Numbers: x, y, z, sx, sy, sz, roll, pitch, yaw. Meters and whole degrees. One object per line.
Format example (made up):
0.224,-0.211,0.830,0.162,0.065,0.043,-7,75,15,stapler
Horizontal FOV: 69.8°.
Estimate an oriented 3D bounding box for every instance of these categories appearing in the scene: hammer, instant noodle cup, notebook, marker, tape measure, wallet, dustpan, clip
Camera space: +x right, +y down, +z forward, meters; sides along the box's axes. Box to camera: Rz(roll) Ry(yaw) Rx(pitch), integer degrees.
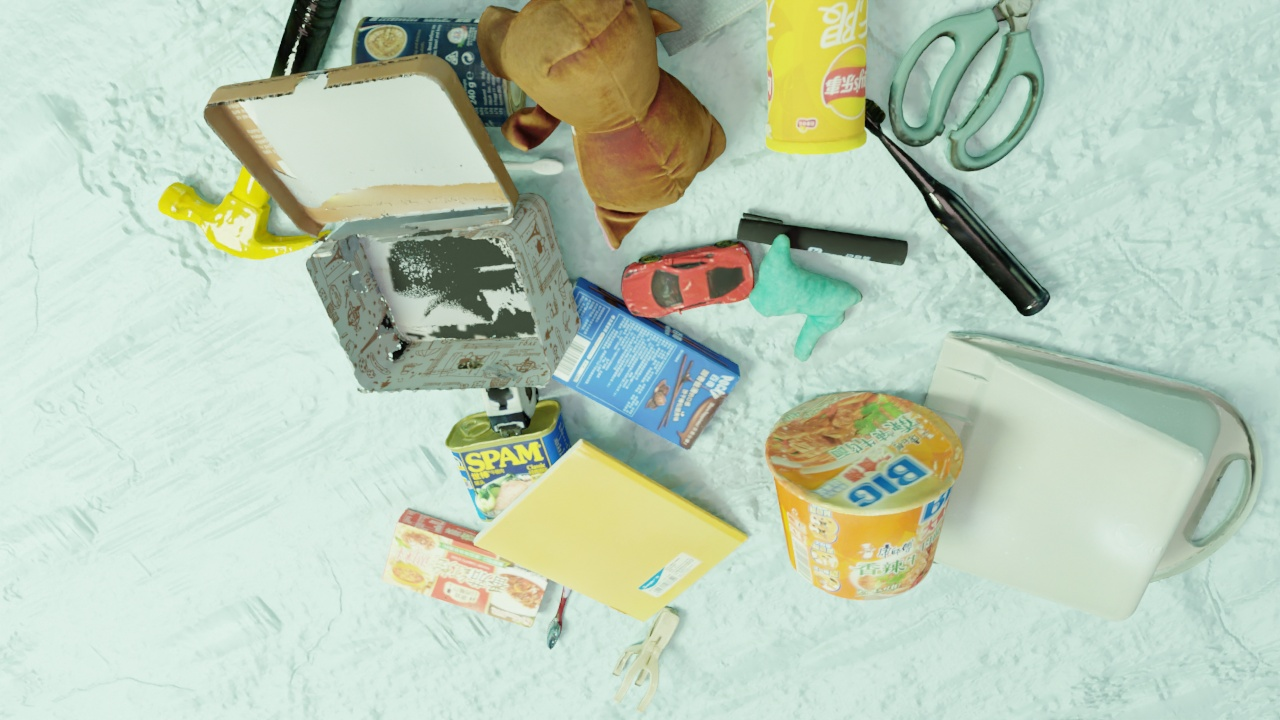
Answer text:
-0.267,-0.207,0.696,0.129,0.032,0.301,27,115,-7,hammer
0.178,0.112,0.743,0.151,0.151,0.111,-3,122,7,instant noodle cup
-0.023,0.160,0.817,0.206,0.010,0.146,33,115,-30,notebook
0.141,-0.094,0.714,0.132,0.020,0.022,9,102,3,marker
-0.110,0.021,0.767,0.033,0.065,0.066,-9,115,7,tape measure
0.020,-0.278,0.607,0.107,0.036,0.130,-11,118,52,wallet
0.375,0.100,0.785,0.258,0.142,0.223,24,119,27,dustpan
0.005,0.295,0.885,0.035,0.096,0.101,28,125,-7,clip

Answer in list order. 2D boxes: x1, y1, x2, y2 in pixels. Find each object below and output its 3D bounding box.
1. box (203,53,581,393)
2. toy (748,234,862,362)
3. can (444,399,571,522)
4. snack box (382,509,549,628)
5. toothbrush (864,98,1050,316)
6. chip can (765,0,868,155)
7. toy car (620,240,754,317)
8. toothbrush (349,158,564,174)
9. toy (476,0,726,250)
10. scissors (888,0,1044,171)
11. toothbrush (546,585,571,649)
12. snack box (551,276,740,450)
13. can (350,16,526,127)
-0.164,-0.095,0.660,0.179,0.102,0.261,-3,126,19,box
0.129,-0.046,0.726,0.092,0.030,0.097,14,115,-16,toy
-0.108,0.089,0.805,0.102,0.057,0.083,-12,115,11,can
-0.165,0.200,0.879,0.153,0.025,0.075,19,115,-3,snack box
0.234,-0.115,0.692,0.212,0.026,0.027,44,77,-12,toothbrush
0.119,-0.250,0.615,0.072,0.072,0.214,-1,114,6,chip can
0.037,-0.062,0.728,0.106,0.031,0.049,-10,113,2,toy car
-0.168,-0.151,0.695,0.221,0.026,0.027,1,114,-7,toothbrush
-0.021,-0.177,0.630,0.140,0.130,0.199,-37,133,6,toy
0.265,-0.211,0.646,0.129,0.019,0.185,39,107,-18,scissors
-0.066,0.204,0.874,0.016,0.017,0.188,16,116,-3,toothbrush
-0.005,0.004,0.770,0.157,0.026,0.085,29,114,-7,snack box
-0.140,-0.206,0.660,0.111,0.075,0.075,3,115,4,can
